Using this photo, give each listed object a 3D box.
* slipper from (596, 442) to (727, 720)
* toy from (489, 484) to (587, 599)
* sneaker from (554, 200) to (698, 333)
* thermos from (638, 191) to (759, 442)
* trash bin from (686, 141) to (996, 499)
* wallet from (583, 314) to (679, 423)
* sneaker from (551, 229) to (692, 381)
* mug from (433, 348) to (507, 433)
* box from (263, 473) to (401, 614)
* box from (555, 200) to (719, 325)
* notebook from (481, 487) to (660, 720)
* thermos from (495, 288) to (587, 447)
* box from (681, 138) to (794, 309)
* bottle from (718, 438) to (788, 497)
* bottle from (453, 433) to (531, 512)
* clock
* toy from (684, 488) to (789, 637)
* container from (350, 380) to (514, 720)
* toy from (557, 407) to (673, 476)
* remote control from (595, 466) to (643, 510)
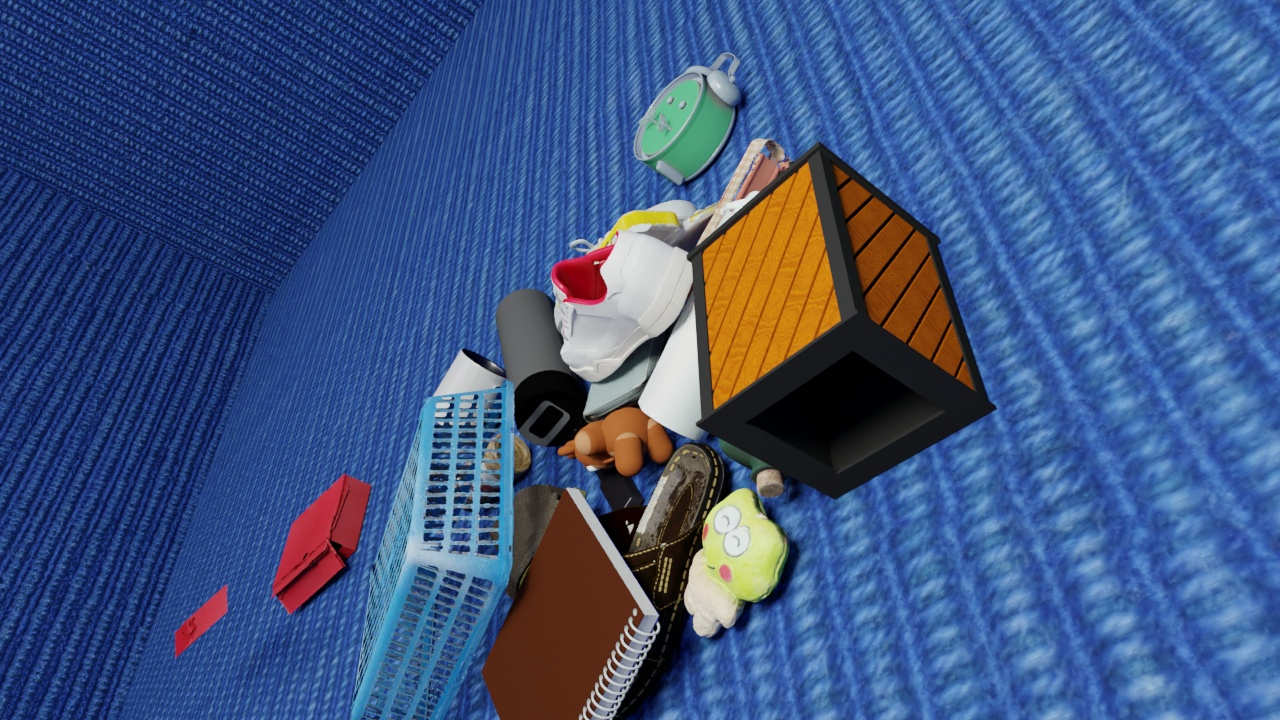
[{"bbox_3d":[-0.011,0.187,0.777,0.113,0.075,0.267,14,77,61],"label":"slipper"},{"bbox_3d":[-0.091,0.192,0.900,0.179,0.078,0.152,-55,33,15],"label":"toy"},{"bbox_3d":[-0.026,-0.125,1.059,0.243,0.089,0.090,-39,51,41],"label":"sneaker"},{"bbox_3d":[0.076,-0.040,0.823,0.220,0.099,0.099,-61,28,7],"label":"thermos"},{"bbox_3d":[0.135,-0.026,0.665,0.140,0.139,0.171,-39,36,35],"label":"trash bin"},{"bbox_3d":[-0.006,0.006,0.958,0.101,0.054,0.131,-27,40,34],"label":"wallet"},{"bbox_3d":[-0.042,-0.057,0.880,0.237,0.104,0.090,-34,31,62],"label":"sneaker"},{"bbox_3d":[-0.225,0.053,1.254,0.112,0.078,0.097,35,96,33],"label":"mug"},{"bbox_3d":[-0.536,0.302,1.545,0.215,0.164,0.153,-39,79,36],"label":"box"},{"bbox_3d":[-0.002,-0.097,0.946,0.036,0.129,0.210,64,147,14],"label":"box"},{"bbox_3d":[-0.066,0.241,0.761,0.171,0.022,0.209,48,119,51],"label":"notebook"},{"bbox_3d":[-0.124,0.004,1.115,0.082,0.082,0.240,-51,30,18],"label":"thermos"},{"bbox_3d":[0.096,-0.123,0.891,0.042,0.082,0.187,26,85,49],"label":"box"},{"bbox_3d":[0.099,0.050,0.738,0.061,0.061,0.131,-37,37,33],"label":"bottle"},{"bbox_3d":[-0.185,0.137,1.122,0.105,0.056,0.056,-41,35,33],"label":"bottle"},{"bbox_3d":[0.060,-0.296,1.092,0.162,0.075,0.122,-55,29,9],"label":"clock"},{"bbox_3d":[0.069,0.160,0.708,0.115,0.046,0.092,-61,30,17],"label":"toy"},{"bbox_3d":[-0.224,0.218,0.968,0.256,0.089,0.363,-99,28,-48],"label":"container"},{"bbox_3d":[-0.031,0.086,0.898,0.128,0.094,0.065,-22,79,49],"label":"toy"},{"bbox_3d":[-0.032,0.117,0.935,0.032,0.015,0.136,-56,29,9],"label":"remote control"}]
